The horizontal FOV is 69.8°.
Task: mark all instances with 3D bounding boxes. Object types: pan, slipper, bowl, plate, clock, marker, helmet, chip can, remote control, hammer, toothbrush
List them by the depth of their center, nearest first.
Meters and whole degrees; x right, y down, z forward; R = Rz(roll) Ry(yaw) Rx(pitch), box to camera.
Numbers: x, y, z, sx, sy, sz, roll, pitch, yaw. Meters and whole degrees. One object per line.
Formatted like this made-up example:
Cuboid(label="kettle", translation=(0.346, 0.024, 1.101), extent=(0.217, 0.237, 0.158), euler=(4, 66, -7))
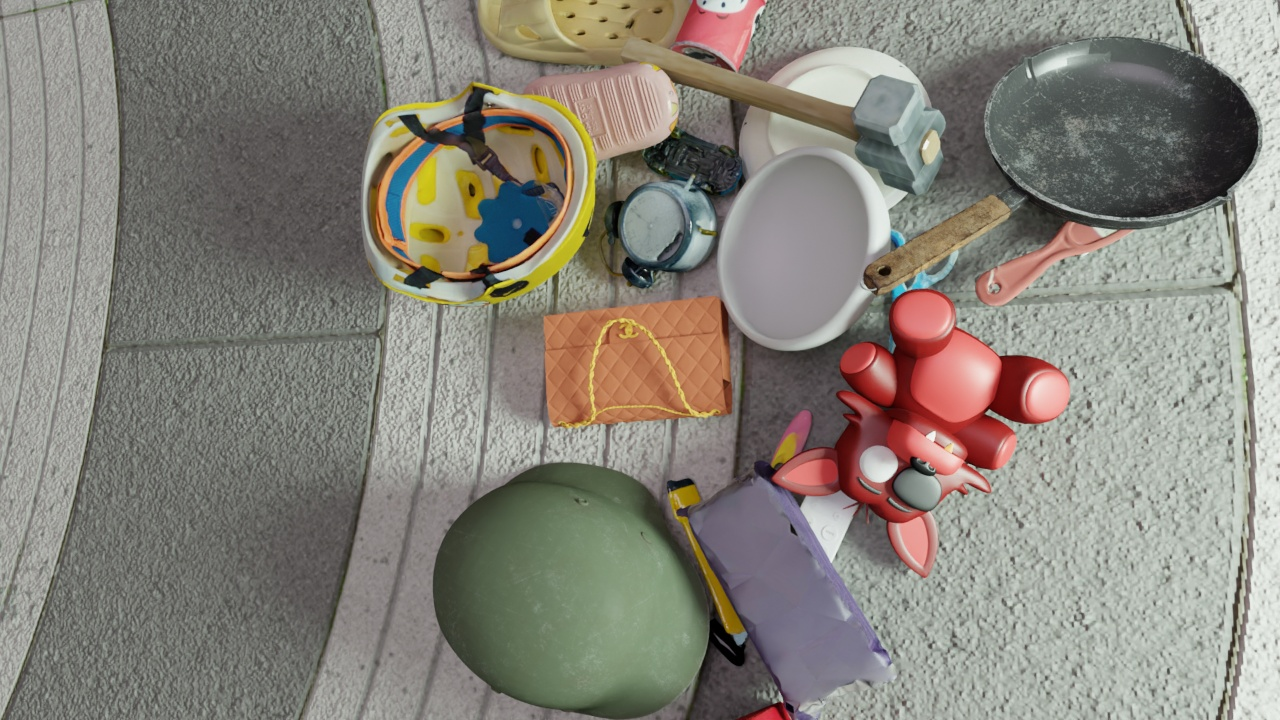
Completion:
Cuboid(label="pan", translation=(0.320, -0.143, 0.736), extent=(0.356, 0.040, 0.207), euler=(-32, 58, -7))
Cuboid(label="helmet", translation=(-0.077, 0.200, 0.789), extent=(0.268, 0.153, 0.227), euler=(24, 88, 23))
Cuboid(label="remote control", translation=(0.148, 0.160, 0.797), extent=(0.043, 0.013, 0.136), euler=(25, 88, 22))
Cuboid(label="bowl", translation=(0.151, -0.094, 0.805), extent=(0.177, 0.066, 0.176), euler=(-10, 77, 48))
Cuboid(label="hammer", translation=(0.113, -0.235, 0.818), extent=(0.323, 0.117, 0.051), euler=(28, 89, 31))
Cuboid(label="toothbrush", translation=(0.119, 0.105, 0.819), extent=(0.021, 0.016, 0.135), euler=(26, 86, 24))
Cuboid(label="marker", translation=(0.046, 0.216, 0.822), extent=(0.022, 0.016, 0.138), euler=(-34, 66, -20))
Cuboid(label="plate", translation=(0.178, -0.215, 0.855), extent=(0.182, 0.034, 0.182), euler=(-4, 77, 19))
Cuboid(label="clock", translation=(0.014, -0.122, 0.876), extent=(0.130, 0.052, 0.090), euler=(-24, 84, 34))
Cuboid(label="chip can", translation=(0.105, -0.393, 0.899), extent=(0.073, 0.073, 0.233), euler=(21, 85, 22))
Cuboid(label="helmet", translation=(-0.144, -0.148, 0.901), extent=(0.240, 0.139, 0.209), euler=(-8, 78, 9))
Cuboid(label="slipper", translation=(-0.032, -0.247, 0.912), extent=(0.198, 0.081, 0.093), euler=(4, 116, 40))
Cuboid(label="slipper", translation=(-0.072, -0.369, 0.954), extent=(0.262, 0.079, 0.111), euler=(18, 88, 21))

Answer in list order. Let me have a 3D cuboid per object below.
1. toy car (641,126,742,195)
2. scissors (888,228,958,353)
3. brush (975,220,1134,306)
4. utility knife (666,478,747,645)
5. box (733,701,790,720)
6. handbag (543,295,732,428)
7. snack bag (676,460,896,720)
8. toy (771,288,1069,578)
Cuboid(label="toy car", translation=(0.052, -0.192, 0.895), extent=(0.105, 0.032, 0.048), euler=(25, 87, 24))
Cuboid(label="scissors", translation=(0.229, -0.052, 0.816), extent=(0.083, 0.015, 0.140), euler=(12, 84, 20))
Cuboid(label="brush", translation=(0.358, -0.097, 0.768), extent=(0.172, 0.030, 0.041), euler=(-33, 70, 9))
Cuboid(label="utility knife", translation=(0.061, 0.177, 0.819), extent=(0.030, 0.017, 0.155), euler=(-17, 69, -16))
Cuboid(label="box", translation=(0.065, 0.330, 0.716), extent=(0.136, 0.157, 0.122), euler=(-44, 64, 4))
Cuboid(label="handbag", translation=(-0.005, 0.005, 0.862), extent=(0.172, 0.060, 0.108), euler=(-6, 81, 18))
Cuboid(label="snack bag", translation=(0.117, 0.190, 0.762), extent=(0.096, 0.058, 0.205), euler=(-34, 72, 9))
Cuboid(label="toy", translation=(0.223, 0.056, 0.739), extent=(0.158, 0.120, 0.197), euler=(32, 95, -3))
